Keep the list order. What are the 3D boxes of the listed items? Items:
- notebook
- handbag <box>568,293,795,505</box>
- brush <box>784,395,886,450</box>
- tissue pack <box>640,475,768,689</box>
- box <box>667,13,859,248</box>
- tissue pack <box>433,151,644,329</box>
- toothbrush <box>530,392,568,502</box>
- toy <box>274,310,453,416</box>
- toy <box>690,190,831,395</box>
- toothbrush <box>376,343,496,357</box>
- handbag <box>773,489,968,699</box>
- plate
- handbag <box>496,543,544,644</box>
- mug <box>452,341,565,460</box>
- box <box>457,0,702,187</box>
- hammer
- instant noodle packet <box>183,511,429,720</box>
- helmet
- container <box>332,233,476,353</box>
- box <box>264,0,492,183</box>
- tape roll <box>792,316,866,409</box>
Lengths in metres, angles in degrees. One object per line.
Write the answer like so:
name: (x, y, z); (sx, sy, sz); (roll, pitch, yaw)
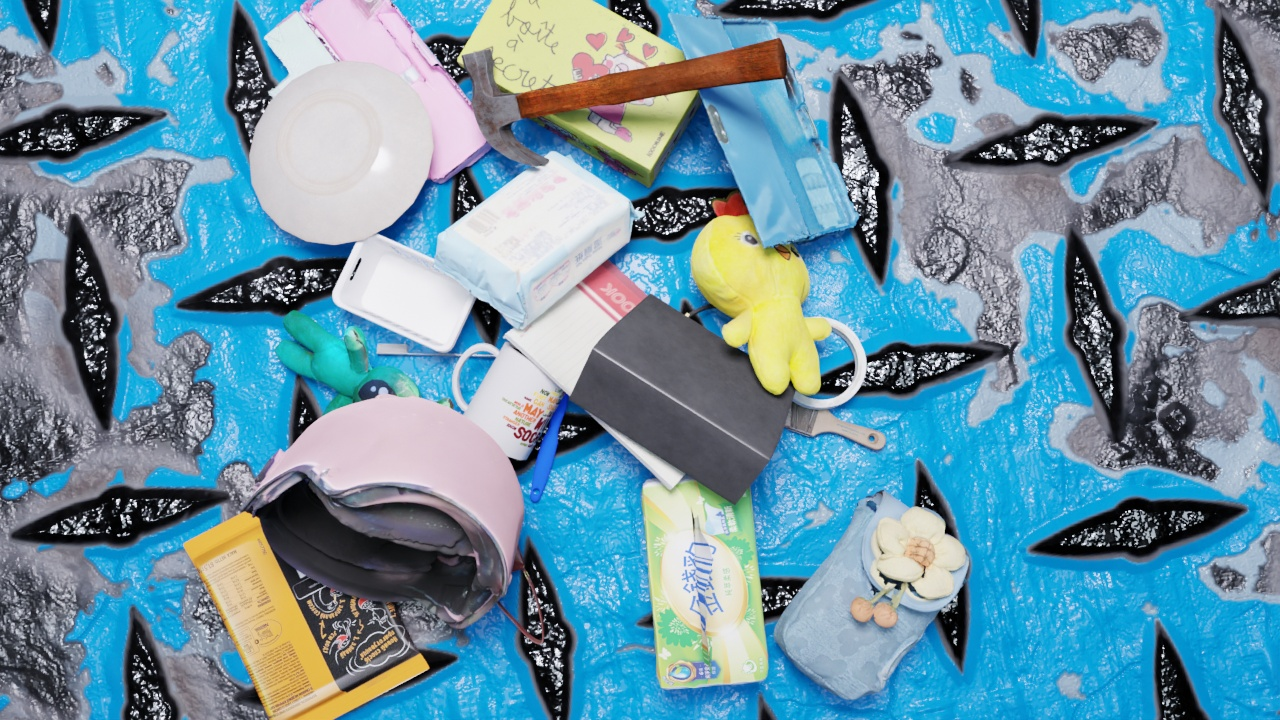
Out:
notebook: (-0.005, 0.005, 0.878); (0.209, 0.012, 0.152); (42, 53, 6)
handbag: (0.062, 0.004, 0.860); (0.176, 0.072, 0.195); (32, 44, 4)
brush: (0.173, 0.057, 0.917); (0.151, 0.012, 0.039); (18, 86, 2)
tissue pack: (0.059, 0.204, 0.845); (0.120, 0.141, 0.197); (-12, 86, 0)
box: (0.113, -0.218, 0.872); (0.034, 0.174, 0.231); (-24, 86, 44)
tissue pack: (-0.094, -0.120, 0.874); (0.112, 0.070, 0.181); (35, 61, 24)
toothbrush: (-0.083, 0.053, 0.921); (0.016, 0.018, 0.182); (15, 89, 2)
toy: (-0.272, 0.021, 0.900); (0.193, 0.072, 0.131); (34, 126, 5)
toy: (0.112, -0.061, 0.869); (0.092, 0.133, 0.207); (-47, 53, 37)
toothbrush: (-0.175, -0.010, 0.926); (0.181, 0.010, 0.010); (1, 83, 1)
handbag: (0.217, 0.221, 0.855); (0.122, 0.119, 0.191); (41, 82, 3)
plate: (-0.296, -0.207, 0.890); (0.189, 0.027, 0.188); (-1, 81, 7)
handbag: (-0.126, 0.226, 0.906); (0.055, 0.029, 0.119); (-28, 92, 1)
mug: (-0.133, 0.031, 0.887); (0.105, 0.073, 0.089); (31, 93, 2)
box: (-0.055, -0.281, 0.908); (0.221, 0.081, 0.124); (33, 88, 1)
hammer: (-0.018, -0.241, 0.814); (0.301, 0.028, 0.111); (-2, 112, 26)
instant noodle packet: (-0.329, 0.241, 0.900); (0.160, 0.032, 0.220); (-27, 87, -3)
helmet: (-0.217, 0.124, 0.817); (0.230, 0.256, 0.152); (29, 49, -20)
container: (-0.227, -0.065, 0.910); (0.129, 0.049, 0.080); (24, 87, 2)
box: (-0.275, -0.266, 0.932); (0.159, 0.035, 0.230); (-37, 87, 1)
tape roll: (0.177, 0.002, 0.914); (0.093, 0.013, 0.093); (0, 77, -1)
